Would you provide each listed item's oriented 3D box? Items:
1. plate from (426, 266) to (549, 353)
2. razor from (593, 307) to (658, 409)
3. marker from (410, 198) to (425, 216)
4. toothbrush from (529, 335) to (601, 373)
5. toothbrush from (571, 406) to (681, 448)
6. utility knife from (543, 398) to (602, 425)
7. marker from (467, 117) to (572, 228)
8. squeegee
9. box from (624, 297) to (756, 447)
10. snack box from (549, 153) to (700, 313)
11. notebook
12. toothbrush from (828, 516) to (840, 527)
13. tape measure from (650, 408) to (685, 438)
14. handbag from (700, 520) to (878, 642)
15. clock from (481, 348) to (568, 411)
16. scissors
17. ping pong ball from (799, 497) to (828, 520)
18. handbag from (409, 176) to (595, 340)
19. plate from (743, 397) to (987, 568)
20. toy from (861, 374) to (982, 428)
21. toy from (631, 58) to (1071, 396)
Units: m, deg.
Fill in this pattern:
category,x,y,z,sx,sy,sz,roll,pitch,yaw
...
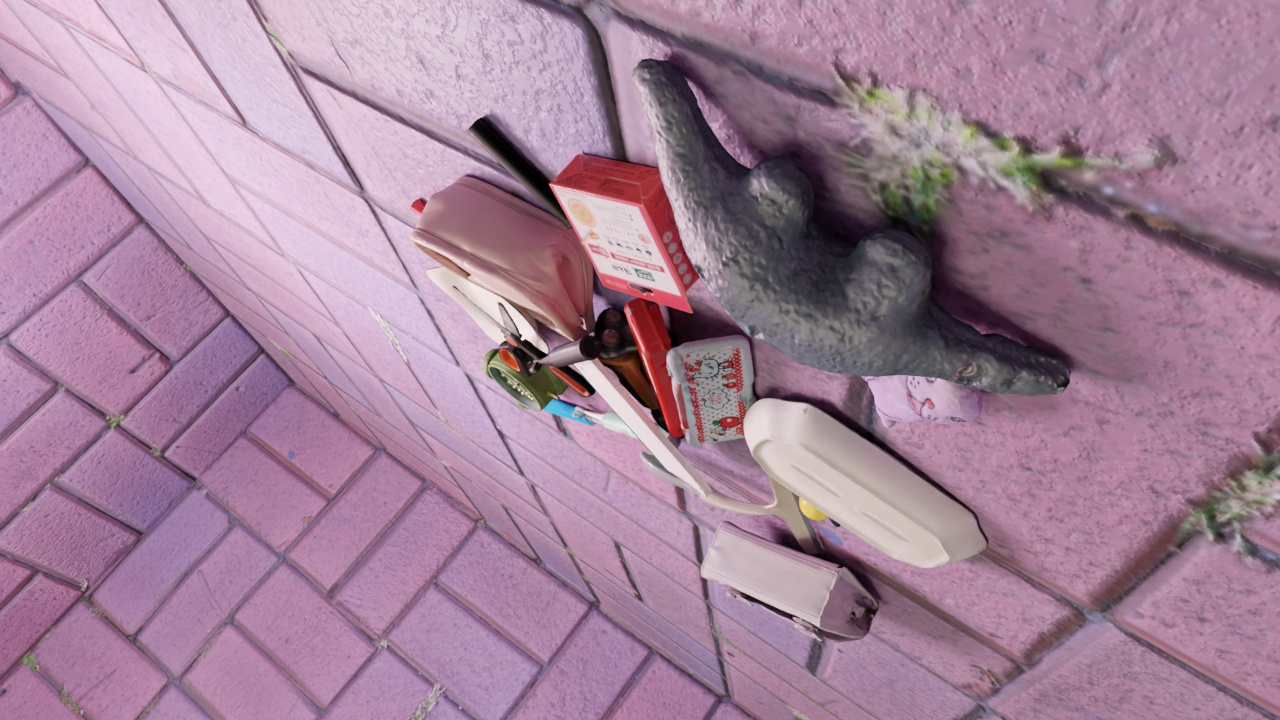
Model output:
category,x,y,z,sx,sy,sz,roll,pitch,yaw
plate,-0.191,-0.074,1.195,0.164,0.034,0.164,48,158,-29
razor,-0.006,0.006,1.045,0.068,0.062,0.167,-6,147,18
marker,-0.222,-0.147,1.127,0.145,0.017,0.017,39,160,-1
toothbrush,-0.092,-0.003,1.044,0.026,0.027,0.213,32,164,-17
toothbrush,-0.025,0.088,1.273,0.225,0.027,0.026,13,153,50
utility knife,-0.098,0.081,1.392,0.210,0.018,0.034,15,149,50
marker,-0.109,-0.177,0.868,0.132,0.020,0.022,44,143,-14
squeegee,0.092,0.164,1.172,0.247,0.039,0.246,16,151,33
box,0.059,0.012,0.955,0.202,0.099,0.112,72,176,-58
snack box,-0.004,-0.110,0.793,0.113,0.044,0.127,21,152,39
notebook,-0.008,0.069,1.078,0.209,0.012,0.150,49,170,-16
toothbrush,0.186,0.134,1.038,0.014,0.016,0.189,1,141,46
tape measure,0.039,0.070,1.130,0.058,0.025,0.054,36,162,19
handbag,0.198,0.299,1.220,0.197,0.098,0.145,15,169,44
clock,-0.173,0.023,1.345,0.116,0.056,0.161,46,159,-15
scissors,-0.144,-0.019,1.155,0.230,0.021,0.221,33,162,-4
ping pong ball,0.197,0.157,1.020,0.040,0.040,0.040,34,159,14
handbag,-0.128,-0.087,1.024,0.193,0.093,0.234,28,165,26
plate,0.215,0.132,0.922,0.266,0.034,0.162,34,157,2
toy,0.214,0.021,0.707,0.084,0.038,0.108,56,156,-19
toy,0.121,-0.062,0.638,0.356,0.091,0.138,36,132,5
